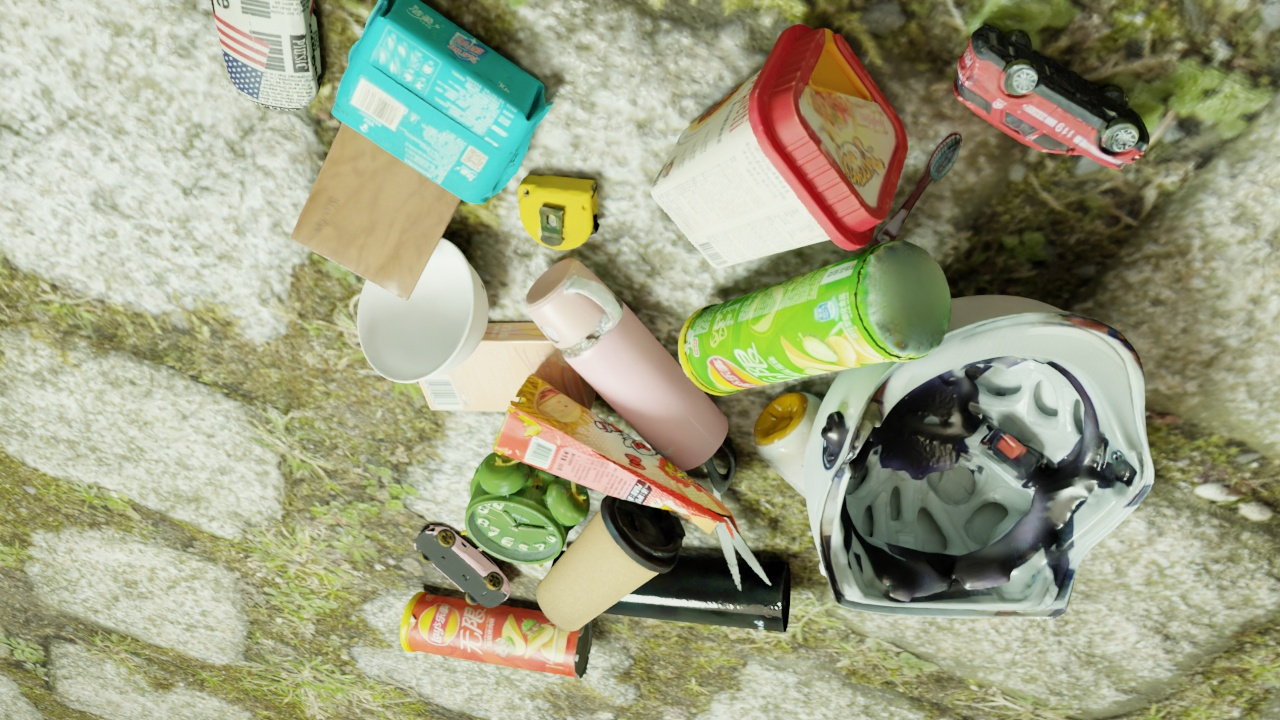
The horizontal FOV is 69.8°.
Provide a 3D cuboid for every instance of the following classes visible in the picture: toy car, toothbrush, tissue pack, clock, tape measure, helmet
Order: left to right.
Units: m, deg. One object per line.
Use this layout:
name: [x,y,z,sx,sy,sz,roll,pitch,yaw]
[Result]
tissue pack: [-0.133,-0.175,0.622,0.133,0.050,0.093,33,130,-15]
toy car: [-0.196,0.227,1.024,0.122,0.037,0.056,43,127,-7]
clock: [-0.113,0.141,0.905,0.116,0.056,0.162,23,133,-7]
tape measure: [-0.061,-0.108,0.678,0.060,0.028,0.057,8,134,9]
toothbrush: [0.170,-0.080,0.645,0.016,0.017,0.188,23,133,-5]
helmet: [0.224,0.057,0.661,0.229,0.145,0.259,2,116,-8]
toy car: [0.239,-0.150,0.537,0.120,0.052,0.045,26,135,-4]

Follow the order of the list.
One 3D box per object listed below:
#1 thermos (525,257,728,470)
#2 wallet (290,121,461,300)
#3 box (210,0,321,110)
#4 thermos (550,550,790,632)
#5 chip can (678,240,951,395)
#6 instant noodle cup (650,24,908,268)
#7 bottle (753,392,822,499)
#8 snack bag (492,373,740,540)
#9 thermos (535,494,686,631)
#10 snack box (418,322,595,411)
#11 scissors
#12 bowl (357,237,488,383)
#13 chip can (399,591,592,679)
thermos: [-0.004,0.004,0.734,0.087,0.067,0.198,1,138,53]
wallet: [-0.194,-0.115,0.686,0.101,0.020,0.115,28,105,-10]
box: [-0.248,-0.243,0.604,0.068,0.051,0.165,22,133,10]
thermos: [0.032,0.235,0.952,0.243,0.068,0.090,1,163,18]
chip can: [0.108,-0.022,0.617,0.072,0.072,0.222,36,158,-17]
instant noodle cup: [0.082,-0.123,0.573,0.124,0.116,0.116,-19,124,43]
bottle: [0.175,0.104,0.778,0.068,0.067,0.189,-31,118,36]
snack bag: [-0.017,0.089,0.755,0.208,0.073,0.129,28,169,-1]
thermos: [-0.032,0.195,0.884,0.093,0.093,0.143,37,111,-18]
snack box: [-0.123,0.007,0.803,0.157,0.026,0.084,0,131,16]
scissors: [0.067,0.139,0.854,0.163,0.014,0.165,22,124,9]
bowl: [-0.162,-0.036,0.739,0.118,0.118,0.064,-14,165,27]
chip can: [-0.167,0.321,1.078,0.217,0.073,0.073,5,133,10]
